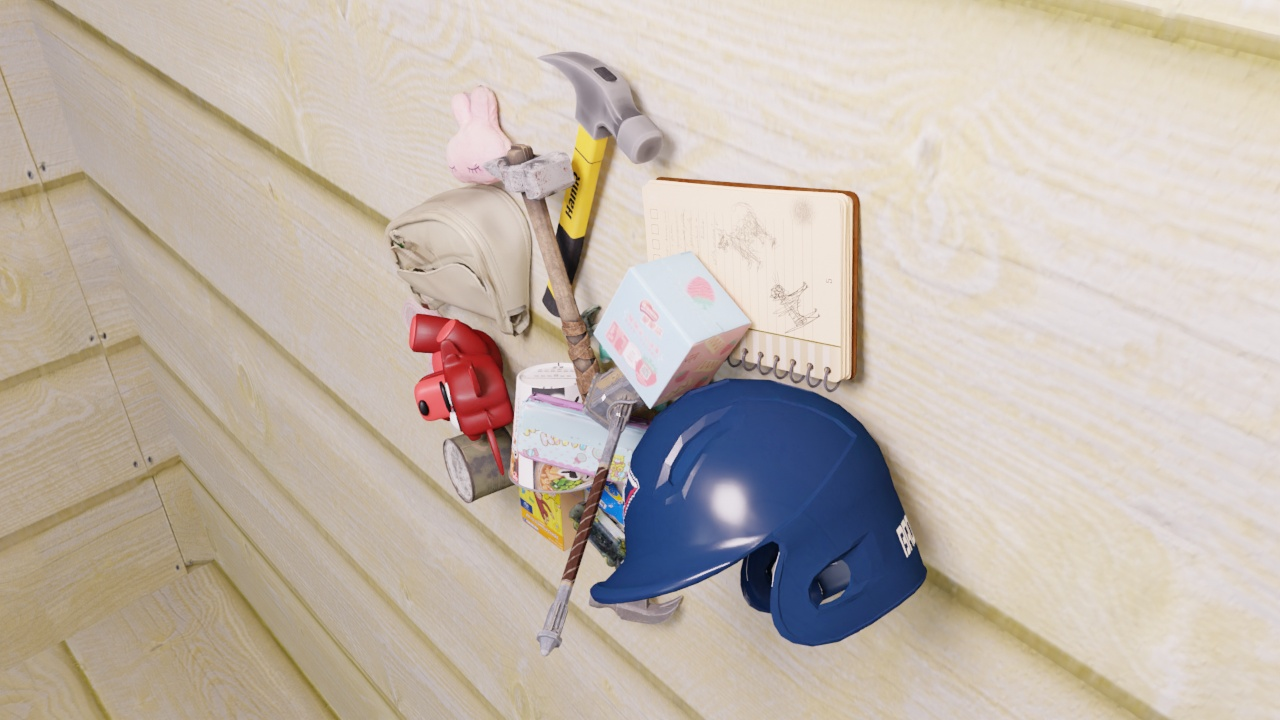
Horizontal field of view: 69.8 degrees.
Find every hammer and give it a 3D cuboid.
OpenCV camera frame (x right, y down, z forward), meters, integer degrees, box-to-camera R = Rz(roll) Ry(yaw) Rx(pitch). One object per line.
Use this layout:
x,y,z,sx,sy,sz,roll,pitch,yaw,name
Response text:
-0.082,-0.071,0.962,0.122,0.048,0.319,21,133,53,hammer
-0.003,0.188,1.087,0.119,0.030,0.332,13,122,19,hammer
-0.068,-0.161,0.942,0.170,0.034,0.325,52,147,25,hammer
-0.040,0.120,0.839,0.044,0.321,0.099,37,135,-20,hammer

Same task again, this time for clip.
-0.062,-0.037,1.031,0.044,0.023,0.076,57,146,3,clip

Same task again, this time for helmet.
0.079,0.131,0.775,0.223,0.272,0.232,61,176,8,helmet

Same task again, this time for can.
-0.209,0.134,1.214,0.090,0.074,0.090,38,138,45,can

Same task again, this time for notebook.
0.090,-0.071,0.810,0.226,0.024,0.167,16,117,44,notebook

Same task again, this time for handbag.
-0.238,-0.112,1.114,0.229,0.131,0.184,21,135,43,handbag

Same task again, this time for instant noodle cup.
-0.098,0.074,1.078,0.124,0.123,0.122,17,117,44,instant noodle cup

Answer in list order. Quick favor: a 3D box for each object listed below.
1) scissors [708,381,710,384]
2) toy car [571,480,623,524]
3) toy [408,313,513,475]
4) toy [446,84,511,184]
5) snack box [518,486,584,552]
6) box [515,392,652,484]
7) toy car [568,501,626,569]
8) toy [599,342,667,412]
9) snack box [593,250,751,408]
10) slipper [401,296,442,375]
0.046,0.001,0.931,0.136,0.019,0.138,49,143,14,scissors
-0.055,0.177,1.131,0.092,0.061,0.033,48,142,17,toy car
-0.216,0.033,1.125,0.197,0.120,0.158,-130,28,-57,toy
-0.180,-0.247,1.013,0.108,0.053,0.105,4,102,50,toy
-0.120,0.179,1.228,0.088,0.040,0.126,28,133,37,snack box
-0.030,0.093,0.985,0.214,0.033,0.076,13,118,10,box
-0.045,0.221,1.170,0.105,0.032,0.048,46,138,5,toy car
-0.006,0.006,0.987,0.105,0.033,0.085,45,152,18,toy
0.027,-0.028,0.816,0.093,0.079,0.095,52,139,20,snack box
-0.275,0.008,1.281,0.239,0.064,0.094,49,142,18,slipper
